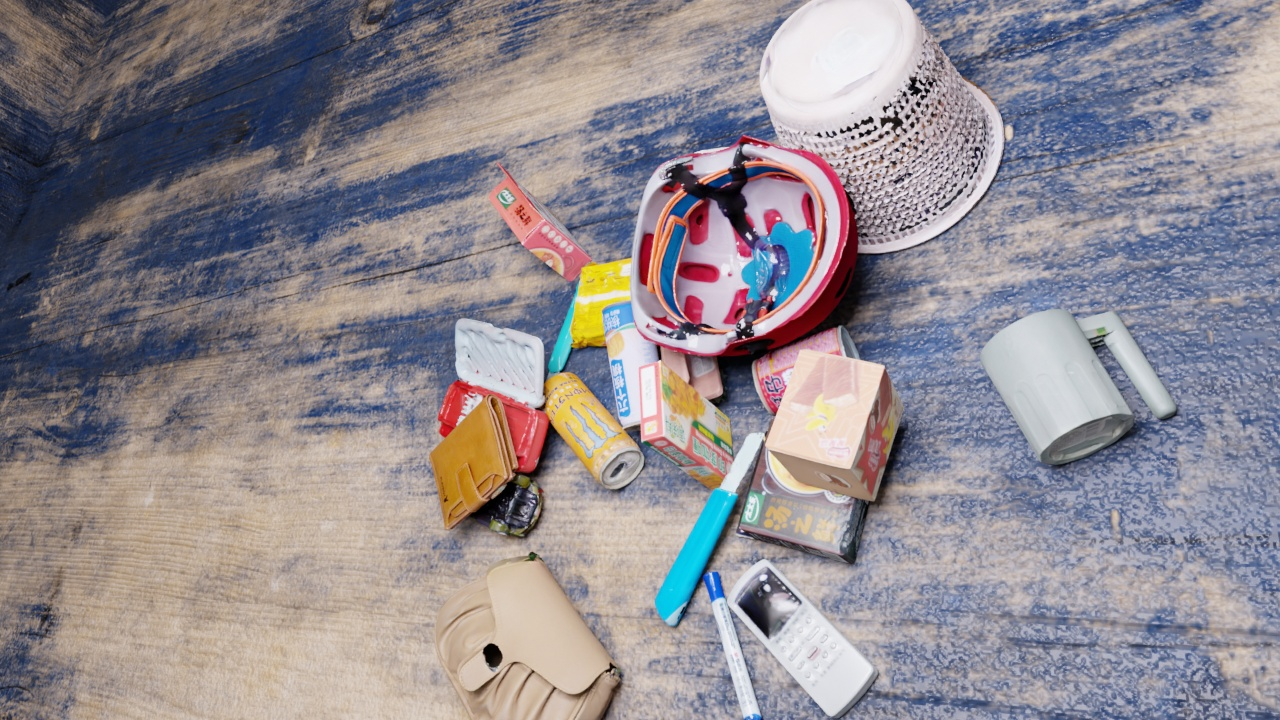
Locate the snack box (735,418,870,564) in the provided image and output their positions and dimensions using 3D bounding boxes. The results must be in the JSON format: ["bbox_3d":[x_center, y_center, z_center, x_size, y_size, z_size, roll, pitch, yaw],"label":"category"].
[{"bbox_3d":[0.152,0.120,0.864,0.126,0.053,0.113,9,72,31],"label":"snack box"}]

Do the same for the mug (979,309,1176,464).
[{"bbox_3d":[0.363,0.017,0.760,0.124,0.084,0.103,-15,57,-2],"label":"mug"}]

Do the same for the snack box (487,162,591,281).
[{"bbox_3d":[-0.133,-0.171,1.146,0.044,0.127,0.113,-44,50,7],"label":"snack box"}]

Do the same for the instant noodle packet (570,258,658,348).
[{"bbox_3d":[-0.020,-0.067,1.072,0.129,0.044,0.110,-2,72,36],"label":"instant noodle packet"}]

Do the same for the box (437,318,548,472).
[{"bbox_3d":[-0.173,0.037,1.079,0.201,0.049,0.161,15,97,50],"label":"box"}]

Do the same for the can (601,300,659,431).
[{"bbox_3d":[-0.006,0.006,0.987,0.053,0.053,0.134,-16,76,26],"label":"can"}]

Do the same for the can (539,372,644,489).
[{"bbox_3d":[-0.057,0.075,1.015,0.058,0.058,0.146,-48,50,4],"label":"can"}]

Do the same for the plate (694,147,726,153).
[{"bbox_3d":[0.085,-0.185,1.069,0.164,0.034,0.164,8,72,36],"label":"plate"}]

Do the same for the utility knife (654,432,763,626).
[{"bbox_3d":[0.068,0.160,0.890,0.034,0.018,0.208,33,99,45],"label":"utility knife"}]

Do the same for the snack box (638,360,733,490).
[{"bbox_3d":[0.047,0.067,0.887,0.027,0.155,0.077,-16,59,25],"label":"snack box"}]

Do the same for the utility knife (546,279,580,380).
[{"bbox_3d":[-0.085,-0.040,1.121,0.029,0.013,0.178,7,70,39],"label":"utility knife"}]

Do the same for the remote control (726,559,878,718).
[{"bbox_3d":[0.141,0.245,0.822,0.058,0.021,0.150,-50,51,2],"label":"remote control"}]

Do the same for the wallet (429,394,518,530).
[{"bbox_3d":[-0.186,0.121,1.027,0.131,0.035,0.119,-41,51,34],"label":"wallet"}]

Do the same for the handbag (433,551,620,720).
[{"bbox_3d":[-0.120,0.298,0.918,0.148,0.100,0.204,-46,54,1],"label":"handbag"}]

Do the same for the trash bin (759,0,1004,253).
[{"bbox_3d":[0.222,-0.248,0.908,0.228,0.192,0.227,-15,60,27],"label":"trash bin"}]

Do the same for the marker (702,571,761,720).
[{"bbox_3d":[0.085,0.266,0.852,0.017,0.017,0.145,-29,54,18],"label":"marker"}]

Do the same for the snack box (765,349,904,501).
[{"bbox_3d":[0.171,0.057,0.793,0.077,0.093,0.094,13,72,31],"label":"snack box"}]

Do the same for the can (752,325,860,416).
[{"bbox_3d":[0.163,0.012,0.894,0.094,0.066,0.066,-21,57,23],"label":"can"}]

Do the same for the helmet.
[{"bbox_3d":[0.115,-0.100,0.899,0.241,0.143,0.206,-3,79,35],"label":"helmet"}]

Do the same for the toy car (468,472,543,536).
[{"bbox_3d":[-0.175,0.154,1.063,0.158,0.042,0.070,16,80,40],"label":"toy car"}]

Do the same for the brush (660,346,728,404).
[{"bbox_3d":[0.049,-0.018,0.983,0.063,0.073,0.145,-22,55,24],"label":"brush"}]
